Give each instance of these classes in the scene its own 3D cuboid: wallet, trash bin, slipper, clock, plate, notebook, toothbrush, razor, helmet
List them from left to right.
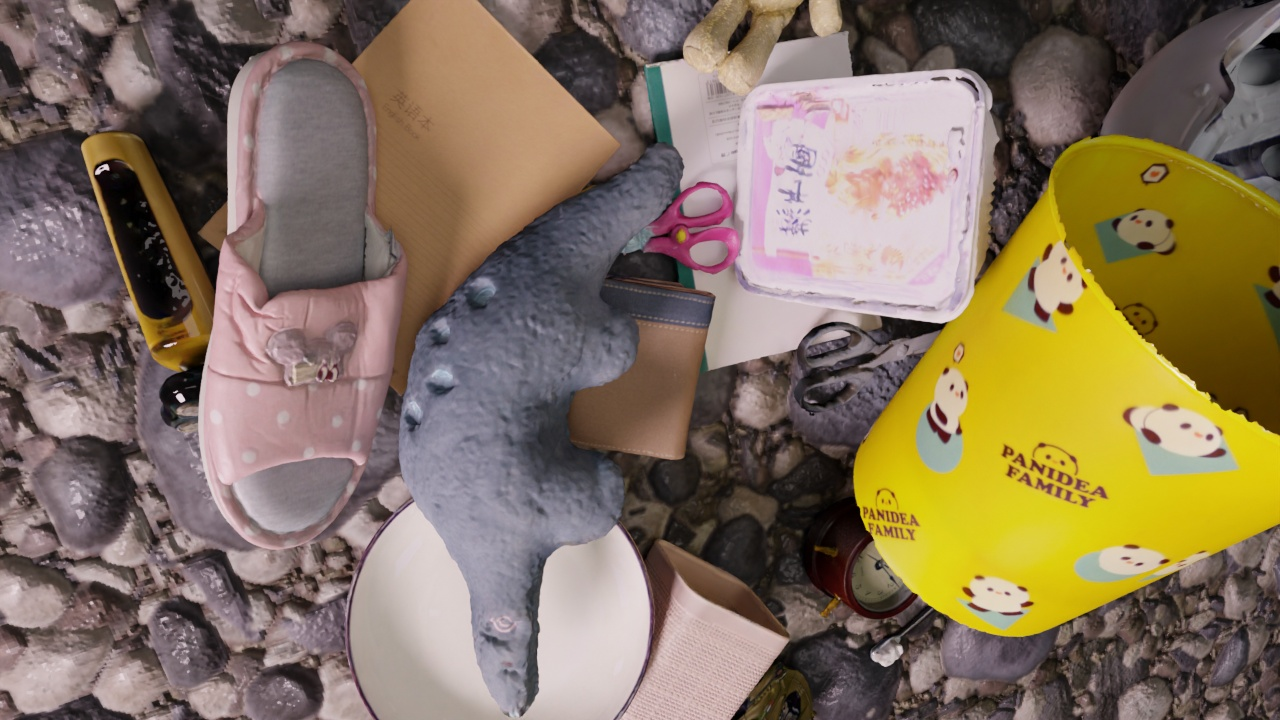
[{"bbox_3d":[-0.259,-0.041,0.501,0.062,0.067,0.167,-17,101,0],"label":"razor"},{"bbox_3d":[-0.177,-0.032,0.496,0.114,0.054,0.274,0,96,-54],"label":"slipper"},{"bbox_3d":[-0.134,-0.105,0.555,0.149,0.012,0.211,42,87,-20],"label":"notebook"},{"bbox_3d":[-0.088,0.165,0.590,0.192,0.039,0.192,1,81,-5],"label":"plate"},{"bbox_3d":[-0.004,0.004,0.605,0.090,0.033,0.115,8,99,-5],"label":"wallet"},{"bbox_3d":[0.088,-0.106,0.628,0.150,0.012,0.209,-14,106,-15],"label":"notebook"},{"bbox_3d":[0.182,0.145,0.692,0.121,0.055,0.082,-14,106,-17],"label":"clock"},{"bbox_3d":[0.259,0.187,0.750,0.181,0.018,0.015,-38,108,-9],"label":"toothbrush"},{"bbox_3d":[0.274,0.035,0.566,0.229,0.229,0.256,6,141,-20],"label":"trash bin"},{"bbox_3d":[0.430,-0.146,0.665,0.258,0.146,0.229,-40,112,-15],"label":"helmet"}]

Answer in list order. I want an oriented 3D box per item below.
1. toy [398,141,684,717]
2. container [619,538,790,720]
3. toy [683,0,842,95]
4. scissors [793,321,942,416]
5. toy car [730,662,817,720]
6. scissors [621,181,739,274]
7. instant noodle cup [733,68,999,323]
[{"bbox_3d":[-0.071,0.031,0.544,0.138,0.091,0.356,13,88,-9],"label":"toy"},{"bbox_3d":[0.027,0.202,0.637,0.090,0.090,0.111,31,94,-22],"label":"container"},{"bbox_3d":[0.083,-0.236,0.569,0.105,0.066,0.157,33,82,-5],"label":"toy"},{"bbox_3d":[0.189,-0.014,0.671,0.173,0.014,0.142,-42,126,4],"label":"scissors"},{"bbox_3d":[0.075,0.293,0.676,0.157,0.042,0.070,-44,112,-31],"label":"toy car"},{"bbox_3d":[-0.002,-0.083,0.595,0.135,0.017,0.064,-6,104,-6],"label":"scissors"},{"bbox_3d":[0.140,-0.101,0.562,0.060,0.174,0.138,-8,105,-39],"label":"instant noodle cup"}]
